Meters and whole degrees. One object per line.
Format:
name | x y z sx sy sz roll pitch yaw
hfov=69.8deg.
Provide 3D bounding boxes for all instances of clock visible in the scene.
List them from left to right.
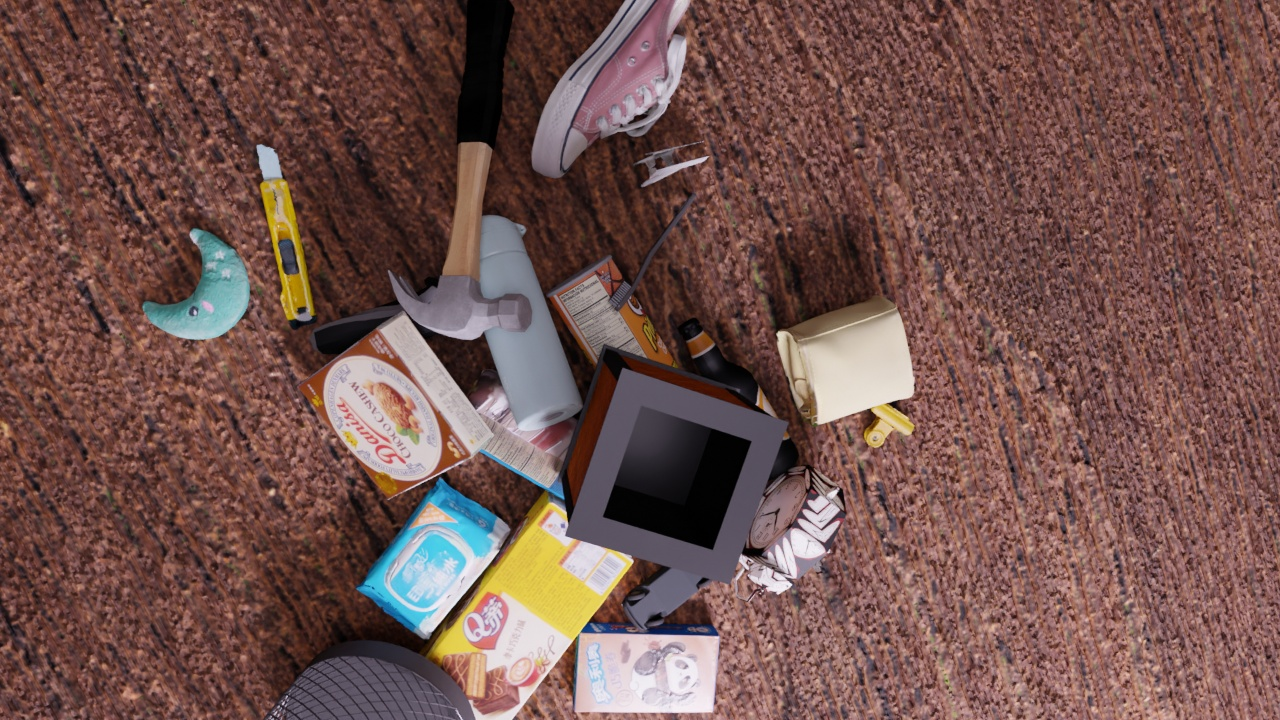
clock | 0.150 0.186 0.942 0.065 0.114 0.155 36 93 -10

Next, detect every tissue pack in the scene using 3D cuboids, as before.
tissue pack | -0.208 0.202 0.919 0.093 0.061 0.144 38 90 -11

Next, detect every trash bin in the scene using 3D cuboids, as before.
trash bin | -0.273 0.400 0.818 0.218 0.226 0.218 4 115 9
trash bin | 0.019 0.082 0.804 0.139 0.172 0.140 18 95 -9

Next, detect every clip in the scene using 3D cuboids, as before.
clip | 0.025 -0.187 0.912 0.059 0.101 0.050 -30 88 38
clip | 0.263 0.070 0.988 0.054 0.045 0.048 34 66 -12

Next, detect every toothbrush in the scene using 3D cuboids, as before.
toothbrush | 0.015 -0.110 0.902 0.013 0.013 0.167 41 60 -11

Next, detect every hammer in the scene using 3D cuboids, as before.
hammer | -0.155 -0.183 0.851 0.131 0.039 0.328 2 80 15

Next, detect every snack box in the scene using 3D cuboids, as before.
snack box | -0.232 0.047 0.867 0.147 0.041 0.143 -27 102 37
snack box | -0.121 0.255 0.937 0.110 0.061 0.230 38 90 -11
snack box | 0.005 0.327 0.977 0.151 0.034 0.087 3 95 -8

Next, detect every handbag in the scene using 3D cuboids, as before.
handbag | 0.210 0.003 0.950 0.119 0.081 0.111 -19 106 -7

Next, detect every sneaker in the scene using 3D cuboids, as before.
sneaker | -0.011 -0.264 0.873 0.088 0.118 0.241 34 85 7

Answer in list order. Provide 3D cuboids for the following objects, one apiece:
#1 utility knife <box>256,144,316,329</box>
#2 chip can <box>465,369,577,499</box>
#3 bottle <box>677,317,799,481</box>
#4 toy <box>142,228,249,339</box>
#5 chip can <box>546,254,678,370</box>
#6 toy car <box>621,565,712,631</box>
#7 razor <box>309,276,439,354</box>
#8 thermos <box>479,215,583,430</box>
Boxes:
utility knife | -0.346 -0.119 0.889 0.030 0.017 0.179 -12 95 -16
chip can | -0.078 0.095 0.920 0.229 0.080 0.080 32 91 -11
bottle | 0.094 0.037 0.944 0.059 0.059 0.181 -33 100 -4
toy | -0.419 -0.064 0.876 0.085 0.033 0.105 36 91 0
chip can | -0.005 0.005 0.918 0.075 0.075 0.215 -33 100 -4
toy car | 0.033 0.237 0.970 0.112 0.034 0.046 -36 95 -10
razor | -0.244 -0.037 0.893 0.156 0.057 0.060 -24 57 -4
thermos | -0.119 -0.039 0.872 0.077 0.065 0.206 -15 75 -28
